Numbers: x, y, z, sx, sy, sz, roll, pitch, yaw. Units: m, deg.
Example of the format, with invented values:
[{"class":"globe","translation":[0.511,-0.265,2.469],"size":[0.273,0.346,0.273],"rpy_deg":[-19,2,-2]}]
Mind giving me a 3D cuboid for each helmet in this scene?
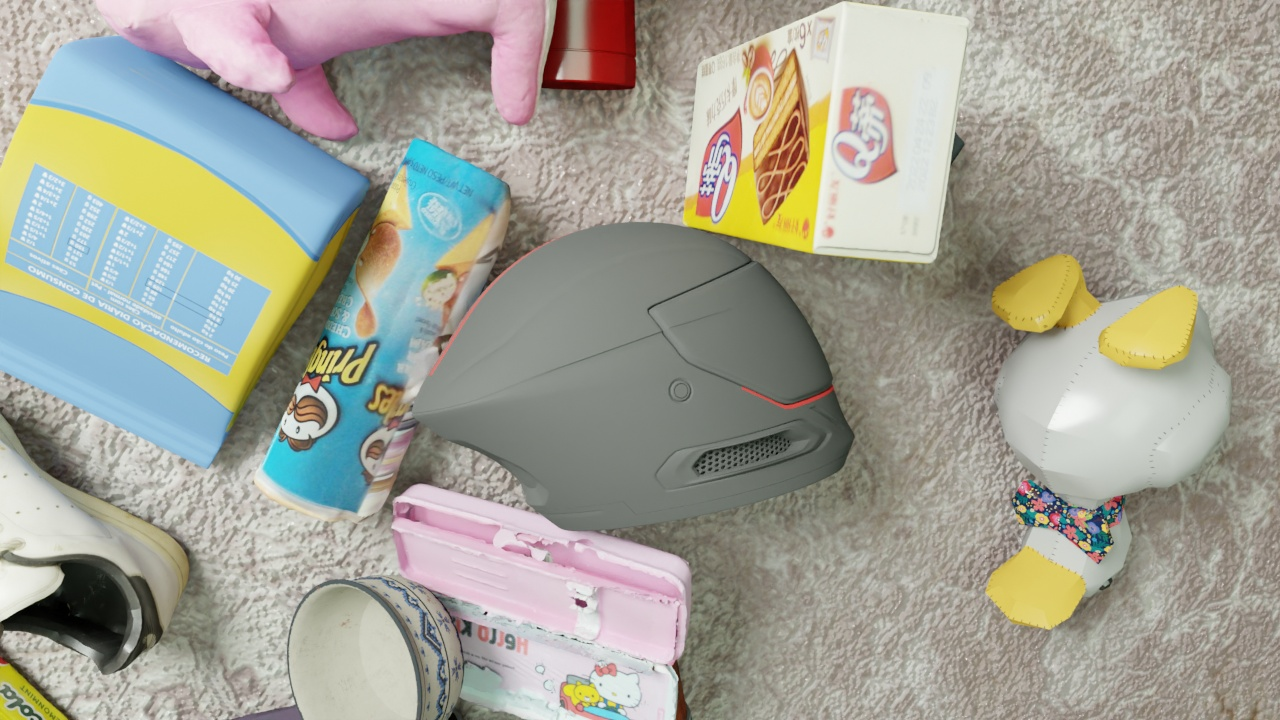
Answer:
[{"class":"helmet","translation":[-0.003,0.003,0.546],"size":[0.264,0.164,0.170],"rpy_deg":[-12,92,-21]}]

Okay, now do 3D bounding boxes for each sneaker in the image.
[{"class":"sneaker","translation":[-0.362,0.096,0.500],"size":[0.089,0.102,0.241],"rpy_deg":[-38,121,7]}]

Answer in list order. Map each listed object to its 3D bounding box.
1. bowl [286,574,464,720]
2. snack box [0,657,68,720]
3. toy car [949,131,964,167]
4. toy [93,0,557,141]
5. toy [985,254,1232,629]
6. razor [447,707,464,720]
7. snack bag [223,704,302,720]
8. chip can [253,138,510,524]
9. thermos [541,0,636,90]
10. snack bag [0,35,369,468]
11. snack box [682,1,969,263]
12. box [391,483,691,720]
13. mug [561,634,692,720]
[{"class":"bowl","translation":[-0.157,0.186,0.568],"size":[0.116,0.059,0.115],"rpy_deg":[2,94,32]},{"class":"snack box","translation":[-0.461,0.252,0.565],"size":[0.181,0.045,0.121],"rpy_deg":[-34,108,-1]},{"class":"toy car","translation":[0.171,-0.121,0.624],"size":[0.112,0.034,0.046],"rpy_deg":[-45,106,0]},{"class":"toy","translation":[-0.177,-0.185,0.470],"size":[0.266,0.127,0.187],"rpy_deg":[2,128,7]},{"class":"toy","translation":[0.326,0.049,0.646],"size":[0.246,0.141,0.268],"rpy_deg":[-41,132,-19]},{"class":"razor","translation":[-0.131,0.283,0.637],"size":[0.057,0.060,0.156],"rpy_deg":[-23,125,6]},{"class":"snack bag","translation":[-0.276,0.273,0.580],"size":[0.205,0.096,0.058],"rpy_deg":[-9,103,-11]},{"class":"chip can","translation":[-0.151,-0.015,0.559],"size":[0.080,0.080,0.229],"rpy_deg":[25,95,-15]},{"class":"thermos","translation":[-0.027,-0.260,0.523],"size":[0.108,0.083,0.199],"rpy_deg":[7,104,22]},{"class":"snack bag","translation":[-0.273,-0.051,0.520],"size":[0.159,0.102,0.205],"rpy_deg":[31,107,-16]},{"class":"snack box","translation":[0.085,-0.118,0.505],"size":[0.061,0.230,0.110],"rpy_deg":[2,101,-13]},{"class":"box","translation":[-0.067,0.164,0.587],"size":[0.201,0.044,0.155],"rpy_deg":[12,119,18]},{"class":"mug","translation":[-0.027,0.219,0.636],"size":[0.117,0.081,0.111],"rpy_deg":[-6,99,8]}]
